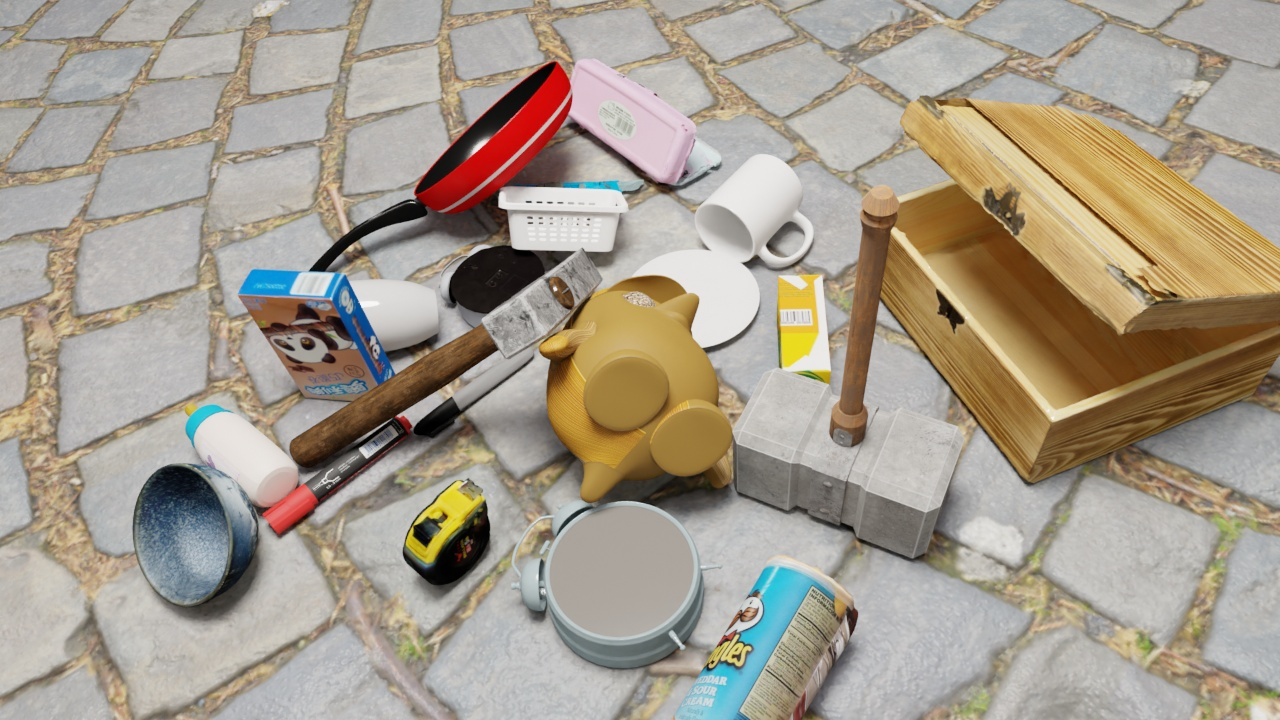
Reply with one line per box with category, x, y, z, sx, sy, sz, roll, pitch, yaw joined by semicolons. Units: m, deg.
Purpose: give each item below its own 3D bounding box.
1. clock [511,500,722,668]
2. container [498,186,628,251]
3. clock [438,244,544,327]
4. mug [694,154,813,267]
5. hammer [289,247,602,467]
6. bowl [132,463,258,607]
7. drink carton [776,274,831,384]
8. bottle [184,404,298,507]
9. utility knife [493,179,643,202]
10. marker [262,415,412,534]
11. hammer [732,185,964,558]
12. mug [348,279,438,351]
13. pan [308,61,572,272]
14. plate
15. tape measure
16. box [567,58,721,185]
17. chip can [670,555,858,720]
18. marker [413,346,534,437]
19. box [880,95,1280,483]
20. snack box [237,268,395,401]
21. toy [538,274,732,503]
clock;-0.024;0.165;0.709;0.159;0.045;0.122;18;54;19
container;-0.081;-0.145;0.947;0.129;0.050;0.080;0;23;-8
clock;-0.150;-0.076;0.932;0.123;0.035;0.094;25;57;26
mug;0.125;-0.144;0.940;0.110;0.074;0.090;42;62;4
hammer;-0.175;0.003;0.812;0.301;0.037;0.217;-30;10;19
bowl;-0.352;0.139;0.752;0.114;0.060;0.114;0;90;27
drink carton;0.146;-0.019;0.833;0.041;0.058;0.122;-1;50;6
bottle;-0.366;0.076;0.821;0.146;0.051;0.051;31;60;28
utility knife;-0.082;-0.193;1.036;0.173;0.015;0.031;-3;55;3
marker;-0.263;0.098;0.809;0.144;0.021;0.023;-39;49;-23
hammer;0.151;0.005;0.643;0.163;0.318;0.082;19;55;21
mug;-0.250;-0.050;0.910;0.089;0.071;0.107;-6;19;-16
pan;-0.212;-0.190;0.992;0.356;0.067;0.209;-44;23;-1
plate;0.050;-0.059;0.909;0.134;0.011;0.134;-3;50;4
tape measure;-0.152;0.140;0.728;0.042;0.072;0.072;31;54;23
box;0.005;-0.274;1.070;0.095;0.088;0.202;-7;39;-46
chip can;0.063;0.243;0.614;0.080;0.080;0.228;25;58;25
marker;-0.153;0.030;0.859;0.138;0.016;0.022;-37;87;-23
box;0.376;-0.095;0.774;0.257;0.216;0.279;-18;49;-11
snack box;-0.285;-0.019;0.824;0.087;0.151;0.034;4;52;10
toy;-0.005;0.005;0.773;0.163;0.198;0.203;-45;25;16
